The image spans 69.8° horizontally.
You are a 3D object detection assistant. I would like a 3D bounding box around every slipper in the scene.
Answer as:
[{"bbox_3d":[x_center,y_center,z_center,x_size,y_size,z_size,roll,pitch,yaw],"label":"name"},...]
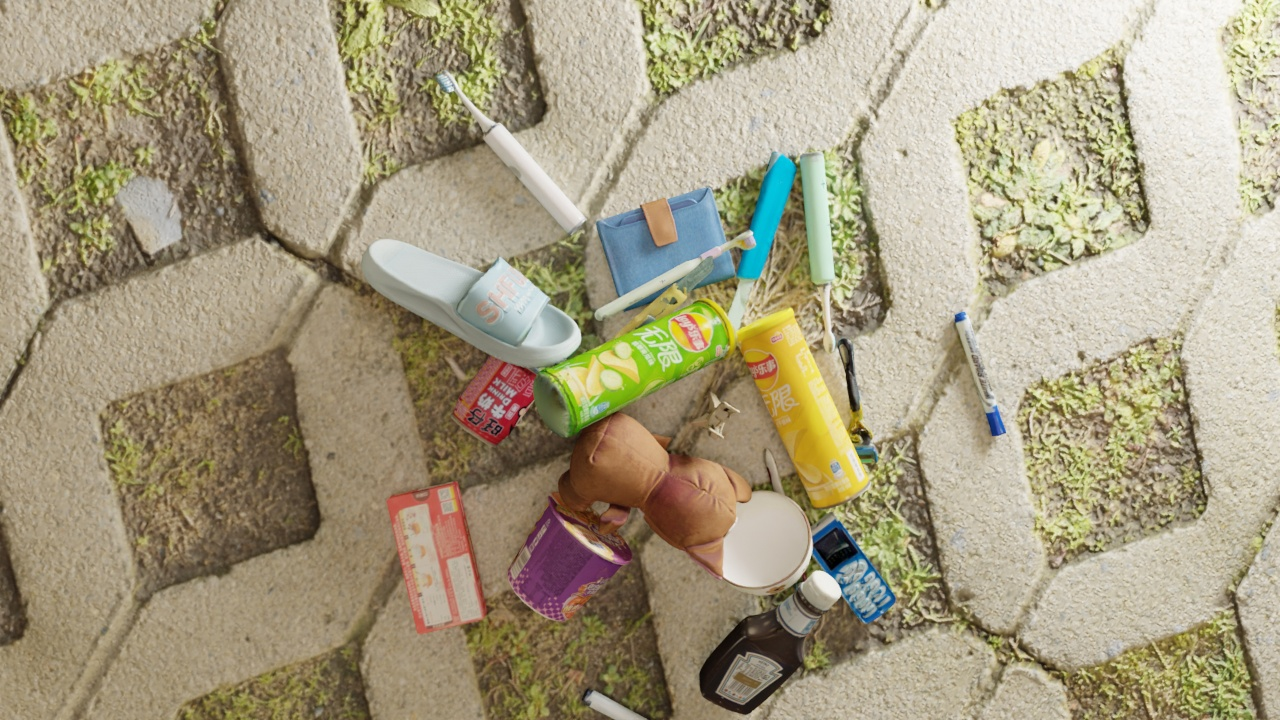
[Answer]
[{"bbox_3d":[-0.170,-0.073,0.949,0.245,0.103,0.074,25,120,3],"label":"slipper"}]

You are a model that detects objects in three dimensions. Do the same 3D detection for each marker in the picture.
[{"bbox_3d":[0.384,0.015,1.037,0.017,0.017,0.146,-19,93,-4],"label":"marker"},{"bbox_3d":[-0.006,0.403,1.019,0.130,0.018,0.023,29,98,-5],"label":"marker"}]

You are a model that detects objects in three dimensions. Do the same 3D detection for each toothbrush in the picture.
[{"bbox_3d":[-0.141,-0.226,0.989,0.221,0.027,0.026,48,54,-4],"label":"toothbrush"},{"bbox_3d":[0.163,0.188,1.027,0.017,0.016,0.187,-16,93,6],"label":"toothbrush"},{"bbox_3d":[0.200,-0.119,1.016,0.026,0.027,0.224,-5,92,29],"label":"toothbrush"},{"bbox_3d":[0.036,-0.089,0.979,0.189,0.029,0.020,-27,64,1],"label":"toothbrush"}]

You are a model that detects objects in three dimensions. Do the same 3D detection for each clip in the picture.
[{"bbox_3d":[0.087,0.050,0.978,0.034,0.105,0.080,33,74,-3],"label":"clip"}]

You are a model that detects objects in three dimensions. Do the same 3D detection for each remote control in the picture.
[{"bbox_3d":[0.232,0.233,1.028,0.049,0.024,0.125,-36,95,-3],"label":"remote control"}]

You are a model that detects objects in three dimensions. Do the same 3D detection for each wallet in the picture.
[{"bbox_3d":[0.028,-0.122,1.000,0.133,0.040,0.106,-17,97,-4],"label":"wallet"}]

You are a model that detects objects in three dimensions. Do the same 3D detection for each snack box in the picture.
[{"bbox_3d":[-0.220,0.213,0.995,0.075,0.025,0.153,-13,92,-3],"label":"snack box"}]

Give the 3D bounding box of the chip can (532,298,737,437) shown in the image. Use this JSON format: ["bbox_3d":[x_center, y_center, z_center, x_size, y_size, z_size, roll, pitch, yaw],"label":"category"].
[{"bbox_3d":[-0.006,0.005,0.939,0.220,0.073,0.072,-26,93,-29],"label":"chip can"}]

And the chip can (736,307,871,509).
[{"bbox_3d":[0.176,0.052,0.996,0.072,0.072,0.213,-26,93,-3],"label":"chip can"}]

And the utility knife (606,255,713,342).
[{"bbox_3d":[0.006,-0.046,0.987,0.195,0.020,0.031,-44,131,10],"label":"utility knife"}]

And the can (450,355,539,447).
[{"bbox_3d":[-0.150,0.038,0.975,0.066,0.066,0.094,37,88,-4],"label":"can"}]

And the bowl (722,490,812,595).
[{"bbox_3d":[0.133,0.205,0.991,0.113,0.062,0.113,-12,50,14],"label":"bowl"}]

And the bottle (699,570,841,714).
[{"bbox_3d":[0.140,0.297,0.971,0.080,0.044,0.195,27,117,-14],"label":"bottle"}]

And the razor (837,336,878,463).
[{"bbox_3d":[0.238,0.044,1.026,0.043,0.022,0.142,-8,92,32],"label":"razor"}]

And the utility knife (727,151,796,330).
[{"bbox_3d":[0.129,-0.127,1.014,0.034,0.018,0.206,18,90,-18],"label":"utility knife"}]

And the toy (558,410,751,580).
[{"bbox_3d":[0.016,0.138,0.965,0.199,0.131,0.139,24,61,0],"label":"toy"}]

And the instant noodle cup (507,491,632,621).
[{"bbox_3d":[-0.080,0.212,0.969,0.111,0.111,0.099,36,98,-4],"label":"instant noodle cup"}]
